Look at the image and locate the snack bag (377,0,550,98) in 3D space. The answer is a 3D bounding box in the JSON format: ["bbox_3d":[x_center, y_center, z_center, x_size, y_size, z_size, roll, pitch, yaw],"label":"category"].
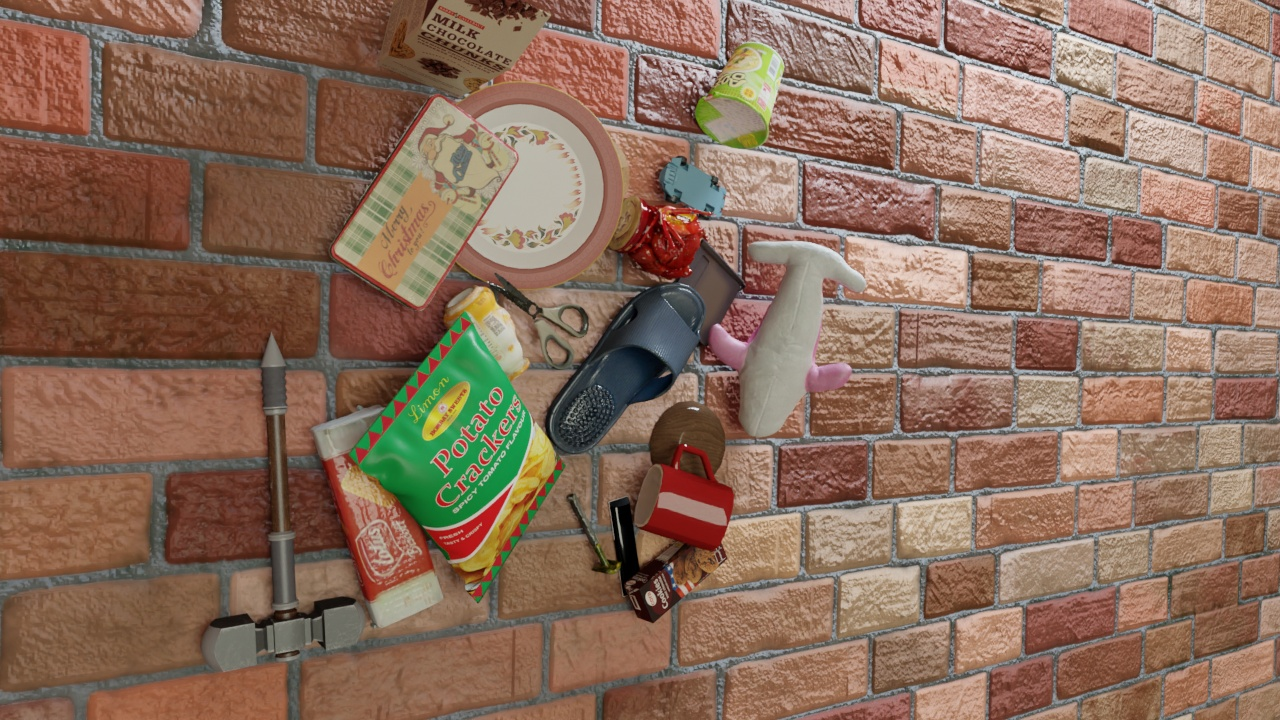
[{"bbox_3d":[-0.177,-0.332,0.909,0.094,0.207,0.070,16,83,-32],"label":"snack bag"}]

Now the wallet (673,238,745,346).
[{"bbox_3d":[0.083,-0.086,1.197,0.091,0.018,0.115,43,68,-26],"label":"wallet"}]

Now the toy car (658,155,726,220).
[{"bbox_3d":[0.063,-0.218,1.172,0.107,0.028,0.060,20,81,-41],"label":"toy car"}]

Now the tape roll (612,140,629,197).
[{"bbox_3d":[-0.060,-0.222,1.093,0.093,0.027,0.094,-1,93,-32],"label":"tape roll"}]

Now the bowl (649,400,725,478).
[{"bbox_3d":[0.068,0.111,1.185,0.117,0.030,0.118,-1,93,-32],"label":"bowl"}]

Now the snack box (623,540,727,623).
[{"bbox_3d":[0.047,0.268,1.167,0.140,0.032,0.051,-32,110,-34],"label":"snack box"}]

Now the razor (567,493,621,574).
[{"bbox_3d":[-0.061,0.209,1.109,0.026,0.043,0.106,-29,97,-26],"label":"razor"}]

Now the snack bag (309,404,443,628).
[{"bbox_3d":[-0.273,0.163,0.956,0.077,0.041,0.225,-20,102,-29],"label":"snack bag"}]

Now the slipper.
[{"bbox_3d":[-0.006,0.006,1.096,0.263,0.083,0.101,-47,113,-17],"label":"slipper"}]

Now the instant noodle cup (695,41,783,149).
[{"bbox_3d":[0.135,-0.344,1.178,0.099,0.099,0.107,36,65,-28],"label":"instant noodle cup"}]

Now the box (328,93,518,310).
[{"bbox_3d":[-0.224,-0.163,0.958,0.117,0.050,0.205,35,82,-19],"label":"box"}]

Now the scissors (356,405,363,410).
[{"bbox_3d":[-0.252,0.112,0.995,0.171,0.021,0.171,-40,114,-20],"label":"scissors"}]

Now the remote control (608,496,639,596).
[{"bbox_3d":[-0.017,0.233,1.147,0.028,0.012,0.124,-13,99,-31],"label":"remote control"}]

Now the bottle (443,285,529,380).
[{"bbox_3d":[-0.167,-0.028,1.012,0.063,0.063,0.108,-45,115,-23],"label":"bottle"}]

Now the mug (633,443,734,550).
[{"bbox_3d":[0.058,0.166,1.134,0.096,0.080,0.116,20,81,-14],"label":"mug"}]

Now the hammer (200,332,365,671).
[{"bbox_3d":[-0.359,0.136,0.914,0.155,0.043,0.322,-3,91,-32],"label":"hammer"}]

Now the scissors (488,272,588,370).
[{"bbox_3d":[-0.111,-0.060,1.050,0.132,0.013,0.170,-42,127,-35],"label":"scissors"}]

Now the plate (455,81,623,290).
[{"bbox_3d":[-0.131,-0.194,1.032,0.229,0.021,0.230,-3,98,-19],"label":"plate"}]

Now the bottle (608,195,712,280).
[{"bbox_3d":[0.028,-0.149,1.108,0.111,0.099,0.099,22,80,-31],"label":"bottle"}]

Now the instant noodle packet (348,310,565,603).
[{"bbox_3d":[-0.179,0.106,0.972,0.195,0.090,0.253,-58,137,-33],"label":"instant noodle packet"}]

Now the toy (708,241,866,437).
[{"bbox_3d":[0.185,-0.030,1.201,0.187,0.127,0.266,17,109,5],"label":"toy"}]
